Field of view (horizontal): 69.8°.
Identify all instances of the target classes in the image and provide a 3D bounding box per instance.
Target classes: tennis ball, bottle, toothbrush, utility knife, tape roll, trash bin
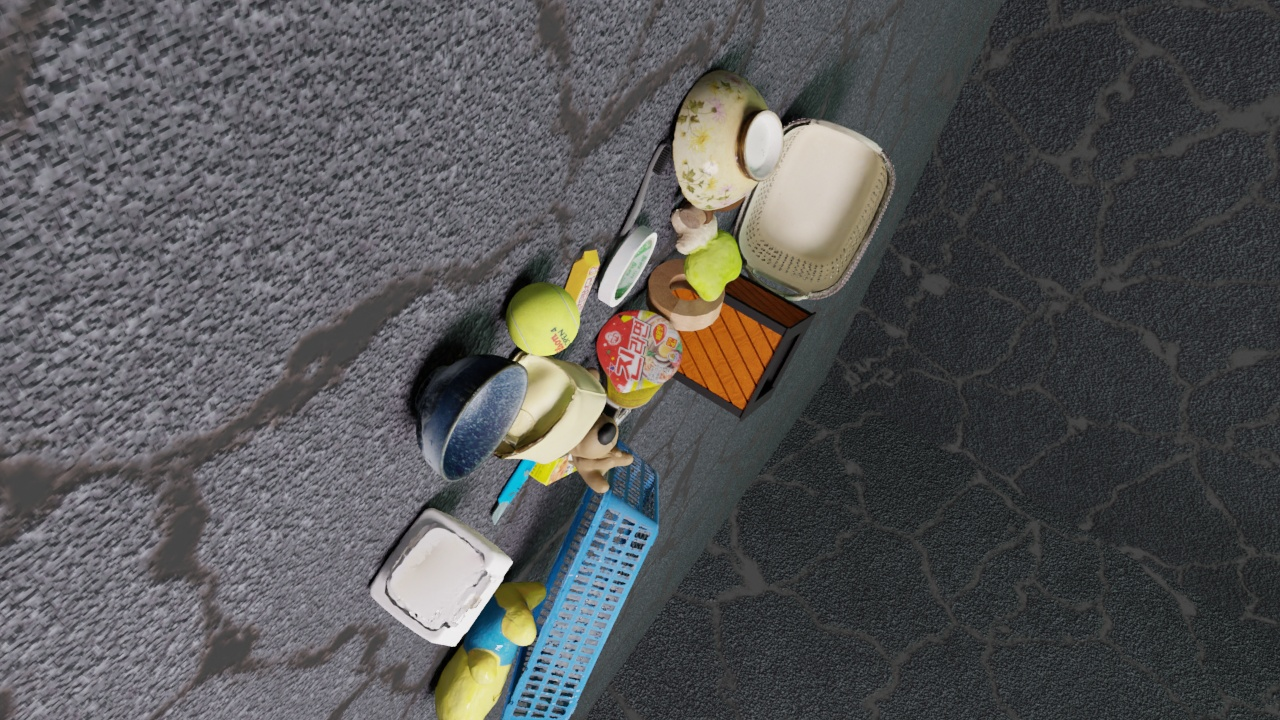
[{"bbox_3d":[-0.087,-0.037,0.815,0.065,0.065,0.065,-52,163,-23],"label":"tennis ball"},{"bbox_3d":[0.098,-0.213,1.054,0.156,0.068,0.068,-52,163,-23],"label":"bottle"},{"bbox_3d":[-0.010,-0.146,0.950,0.168,0.013,0.012,-61,165,19],"label":"toothbrush"},{"bbox_3d":[-0.127,0.116,1.075,0.174,0.015,0.031,-57,150,-5],"label":"utility knife"},{"bbox_3d":[-0.014,-0.101,0.987,0.093,0.018,0.094,-56,172,-13],"label":"tape roll"},{"bbox_3d":[0.054,-0.080,1.118,0.093,0.094,0.027,-48,161,-34],"label":"tape roll"},{"bbox_3d":[0.114,-0.036,1.237,0.139,0.172,0.140,-25,144,-63],"label":"trash bin"}]

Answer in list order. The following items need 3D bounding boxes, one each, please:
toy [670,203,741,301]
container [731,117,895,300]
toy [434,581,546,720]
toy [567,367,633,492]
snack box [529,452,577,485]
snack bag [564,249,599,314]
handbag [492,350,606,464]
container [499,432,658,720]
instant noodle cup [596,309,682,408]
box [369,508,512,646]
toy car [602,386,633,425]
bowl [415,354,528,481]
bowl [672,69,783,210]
[{"bbox_3d":[0.074,-0.135,1.087,0.043,0.118,0.092,-8,-149,51],"label":"toy"},{"bbox_3d":[0.249,-0.222,1.312,0.252,0.185,0.143,-68,171,27],"label":"container"},{"bbox_3d":[-0.207,0.395,1.209,0.214,0.084,0.149,-59,-176,7],"label":"toy"},{"bbox_3d":[-0.064,0.091,1.048,0.133,0.106,0.108,-46,128,-34],"label":"toy"},{"bbox_3d":[-0.091,0.120,1.166,0.040,0.029,0.147,-63,164,15],"label":"snack box"},{"bbox_3d":[-0.065,-0.065,0.916,0.026,0.020,0.099,-31,149,-62],"label":"snack bag"},{"bbox_3d":[-0.101,0.050,0.921,0.111,0.081,0.119,-52,167,4],"label":"handbag"},{"bbox_3d":[-0.073,0.304,1.268,0.257,0.089,0.363,-85,-161,-76],"label":"container"},{"bbox_3d":[-0.007,0.006,1.112,0.100,0.100,0.113,-52,171,-22],"label":"instant noodle cup"},{"bbox_3d":[-0.195,0.206,0.872,0.107,0.102,0.095,-56,163,-9],"label":"box"},{"bbox_3d":[-0.043,0.062,1.168,0.112,0.048,0.041,-48,165,-35],"label":"toy car"},{"bbox_3d":[-0.151,0.038,0.767,0.114,0.061,0.114,-53,165,-21],"label":"bowl"},{"bbox_3d":[0.102,-0.225,0.949,0.144,0.063,0.145,-20,117,-45],"label":"bowl"}]
